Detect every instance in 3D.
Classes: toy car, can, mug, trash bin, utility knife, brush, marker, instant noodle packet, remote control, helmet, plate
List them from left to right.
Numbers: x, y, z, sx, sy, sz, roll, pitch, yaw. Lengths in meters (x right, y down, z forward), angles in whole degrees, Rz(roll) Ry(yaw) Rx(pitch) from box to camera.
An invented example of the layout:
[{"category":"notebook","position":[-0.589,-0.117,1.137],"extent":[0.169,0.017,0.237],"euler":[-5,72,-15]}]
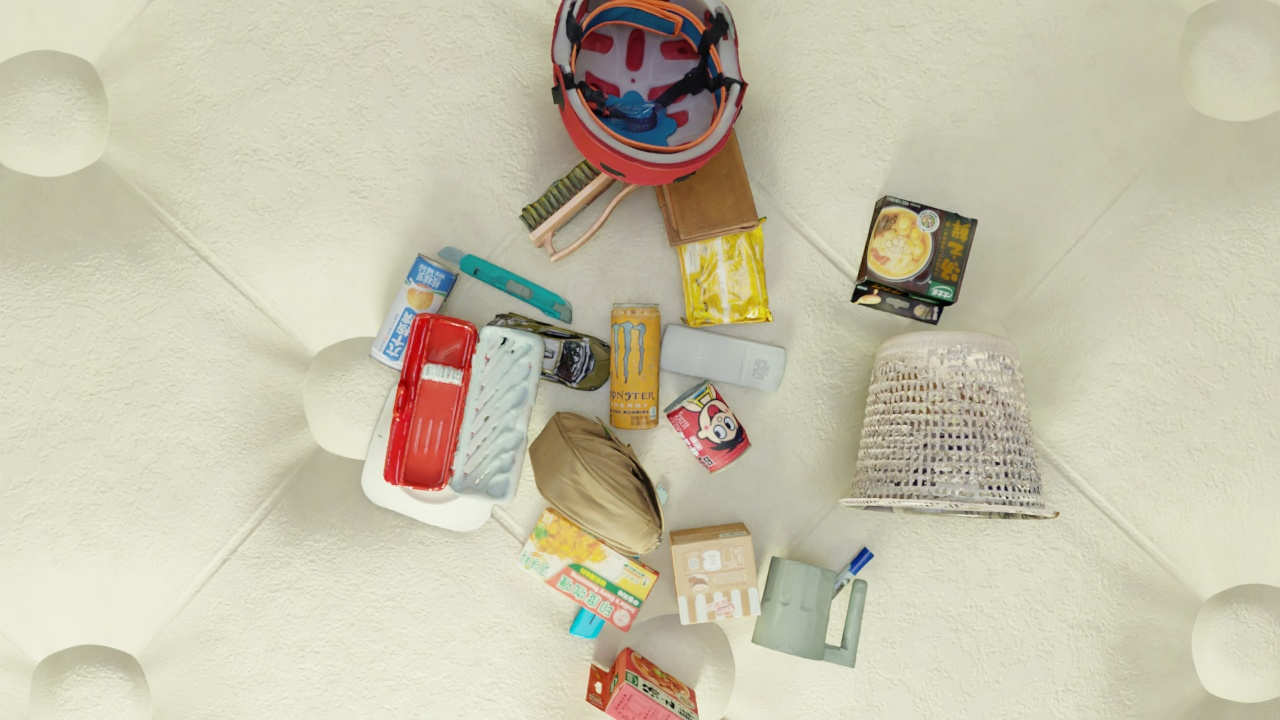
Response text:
[{"category":"can","position":[-0.264,-0.054,1.066],"extent":[0.053,0.053,0.134],"euler":[27,92,-2]},{"category":"plate","position":[-0.240,0.114,1.084],"extent":[0.163,0.034,0.164],"euler":[18,92,-2]},{"category":"utility knife","position":[-0.158,-0.091,1.086],"extent":[0.178,0.013,0.029],"euler":[26,91,-2]},{"category":"toy car","position":[-0.108,-0.010,1.078],"extent":[0.158,0.042,0.070],"euler":[14,93,-4]},{"category":"brush","position":[-0.067,-0.182,1.060],"extent":[0.145,0.063,0.073],"euler":[-40,88,-1]},{"category":"utility knife","position":[-0.022,0.242,1.100],"extent":[0.034,0.018,0.208],"euler":[29,90,-1]},{"category":"can","position":[-0.006,0.006,1.068],"extent":[0.058,0.058,0.146],"euler":[1,94,-1]},{"category":"helmet","position":[0.002,-0.284,1.004],"extent":[0.207,0.144,0.239],"euler":[0,72,-11]},{"category":"can","position":[0.079,0.078,1.070],"extent":[0.066,0.066,0.094],"euler":[-36,93,0]},{"category":"remote control","position":[0.097,-0.003,1.089],"extent":[0.150,0.021,0.058],"euler":[12,94,-1]},{"category":"instant noodle packet","position":[0.097,-0.105,1.074],"extent":[0.111,0.044,0.128],"euler":[-4,90,1]},{"category":"mug","position":[0.199,0.291,1.065],"extent":[0.124,0.084,0.103],"euler":[14,79,-5]},{"category":"marker","position":[0.226,0.282,1.105],"extent":[0.017,0.017,0.146],"euler":[43,91,-2]},{"category":"trash bin","position":[0.337,0.074,1.014],"extent":[0.227,0.228,0.192],"euler":[4,80,-1]}]

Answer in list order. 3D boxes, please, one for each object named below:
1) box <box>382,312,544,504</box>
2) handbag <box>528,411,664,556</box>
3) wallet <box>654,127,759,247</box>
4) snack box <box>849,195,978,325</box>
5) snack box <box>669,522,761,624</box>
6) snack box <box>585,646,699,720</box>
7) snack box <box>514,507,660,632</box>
[{"category":"box","position":[-0.201,0.055,1.043],"extent":[0.160,0.050,0.201],"euler":[11,92,-9]},{"category":"handbag","position":[-0.046,0.126,1.006],"extent":[0.147,0.204,0.100],"euler":[39,93,-18]},{"category":"wallet","position":[0.065,-0.201,1.058],"extent":[0.119,0.035,0.130],"euler":[-13,72,4]},{"category":"snack box","position":[0.320,-0.117,1.077],"extent":[0.113,0.053,0.125],"euler":[14,87,-1]},{"category":"snack box","position":[0.085,0.247,1.071],"extent":[0.093,0.077,0.094],"euler":[-7,92,-1]},{"category":"snack box","position":[0.004,0.386,1.058],"extent":[0.127,0.113,0.044],"euler":[33,92,-2]},{"category":"snack box","position":[-0.063,0.245,1.081],"extent":[0.156,0.027,0.077],"euler":[29,92,9]}]
